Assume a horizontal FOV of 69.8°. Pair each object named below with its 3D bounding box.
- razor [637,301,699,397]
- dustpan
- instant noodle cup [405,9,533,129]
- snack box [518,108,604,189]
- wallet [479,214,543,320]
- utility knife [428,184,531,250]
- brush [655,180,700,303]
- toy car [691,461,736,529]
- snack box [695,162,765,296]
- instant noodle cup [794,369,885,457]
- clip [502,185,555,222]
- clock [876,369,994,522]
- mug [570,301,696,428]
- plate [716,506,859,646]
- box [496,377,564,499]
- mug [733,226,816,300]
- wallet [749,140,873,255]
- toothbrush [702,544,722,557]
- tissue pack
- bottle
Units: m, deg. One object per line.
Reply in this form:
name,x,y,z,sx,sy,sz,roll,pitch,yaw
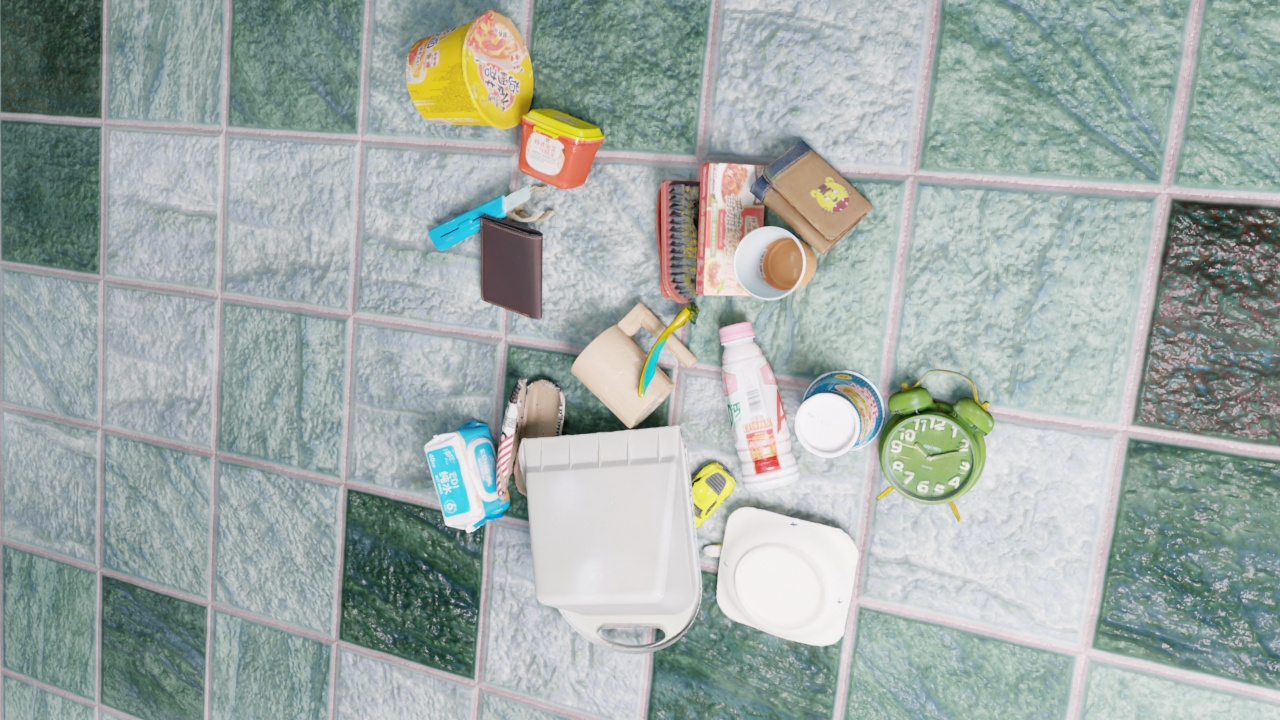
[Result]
razor,0.028,-0.012,1.095,0.028,0.043,0.132,31,71,4
dustpan,-0.029,0.232,1.150,0.223,0.142,0.257,-6,70,19
instant noodle cup,-0.217,-0.356,1.149,0.110,0.137,0.138,3,97,30
snack box,-0.103,-0.261,1.139,0.091,0.081,0.080,26,114,18
wallet,-0.168,-0.119,1.189,0.096,0.020,0.122,20,125,22
utility knife,-0.208,-0.188,1.197,0.192,0.018,0.034,-19,87,35
brush,0.048,-0.142,1.104,0.069,0.063,0.146,9,102,51
toy car,0.073,0.173,1.139,0.048,0.032,0.105,44,111,11
snack box,0.106,-0.152,1.072,0.075,0.025,0.153,0,98,-20
instant noodle cup,0.218,0.065,1.028,0.099,0.109,0.099,3,97,21
clip,-0.163,-0.208,1.192,0.105,0.034,0.083,4,101,29
clock,0.325,0.089,1.017,0.116,0.056,0.161,13,100,19
mug,-0.007,0.007,1.134,0.124,0.084,0.103,-45,80,-2
plate,0.169,0.265,1.097,0.164,0.034,0.164,11,110,20
box,-0.140,0.105,1.203,0.088,0.076,0.163,7,99,-6
mug,0.157,-0.108,1.027,0.078,0.122,0.078,2,96,20
wallet,0.193,-0.184,1.037,0.090,0.033,0.115,-41,79,-15
toothbrush,0.167,0.230,1.118,0.192,0.018,0.016,-7,91,24
tissue pack,-0.227,0.153,1.225,0.063,0.089,0.140,-16,89,23
bottle,0.134,0.053,1.086,0.068,0.068,0.197,-15,86,22
